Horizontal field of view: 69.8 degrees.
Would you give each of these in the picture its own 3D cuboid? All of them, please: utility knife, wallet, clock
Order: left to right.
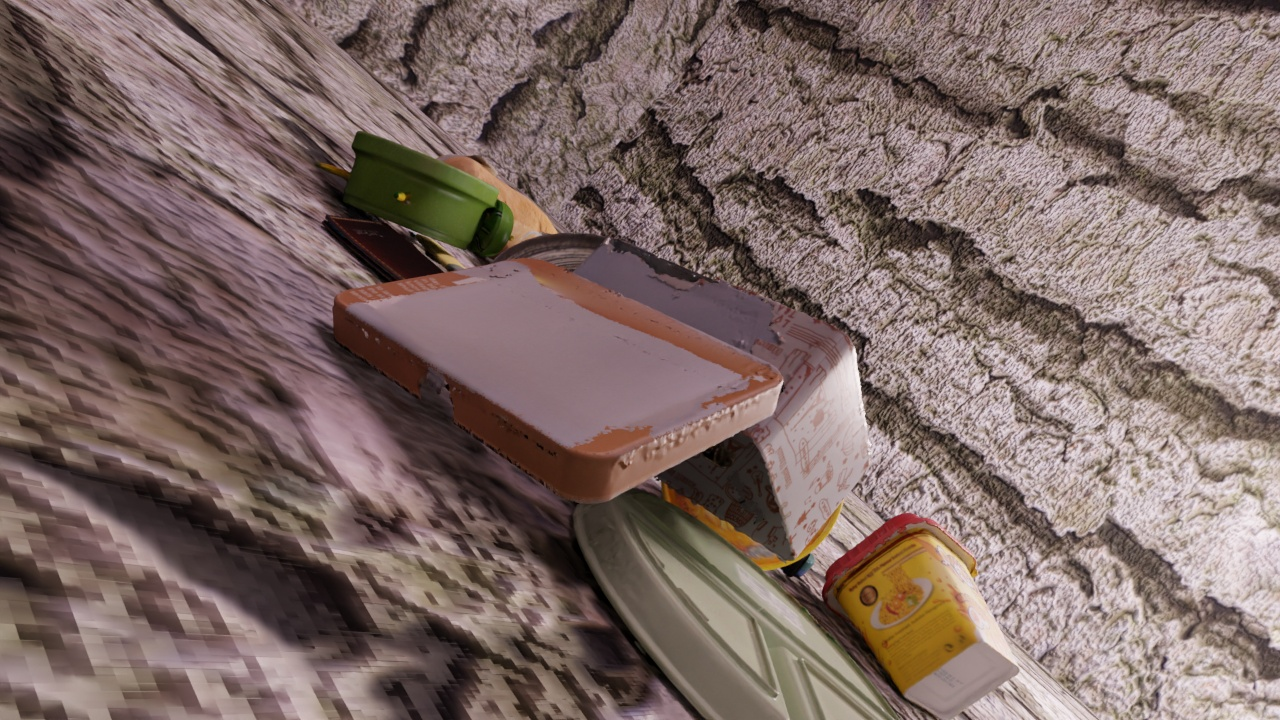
[{"bbox_3d":[-0.152,-0.055,0.631,0.122,0.020,0.096,39,5,5],"label":"wallet"},{"bbox_3d":[-0.166,-0.128,0.732,0.116,0.056,0.161,25,4,29],"label":"clock"},{"bbox_3d":[-0.164,-0.089,0.749,0.031,0.021,0.208,37,4,-29],"label":"utility knife"}]

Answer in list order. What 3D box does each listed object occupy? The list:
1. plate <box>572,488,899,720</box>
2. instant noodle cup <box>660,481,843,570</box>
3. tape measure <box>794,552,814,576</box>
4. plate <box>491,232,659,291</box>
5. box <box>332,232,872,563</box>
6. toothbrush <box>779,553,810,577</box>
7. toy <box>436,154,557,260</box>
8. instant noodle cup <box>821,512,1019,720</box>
[{"bbox_3d":[0.060,0.143,0.466,0.230,0.027,0.230,41,5,-5],"label":"plate"},{"bbox_3d":[0.078,0.083,0.643,0.118,0.118,0.114,42,-2,10],"label":"instant noodle cup"},{"bbox_3d":[0.128,0.163,0.804,0.054,0.025,0.058,42,6,23],"label":"tape measure"},{"bbox_3d":[-0.040,-0.035,0.725,0.179,0.024,0.179,7,46,-8],"label":"plate"},{"bbox_3d":[0.001,0.007,0.472,0.179,0.133,0.271,28,4,36],"label":"box"},{"bbox_3d":[0.051,0.100,0.767,0.212,0.026,0.027,40,6,21],"label":"toothbrush"},{"bbox_3d":[-0.152,-0.151,1.033,0.143,0.082,0.226,28,-5,43],"label":"toy"},{"bbox_3d":[0.228,0.209,0.740,0.116,0.116,0.123,38,18,-34],"label":"instant noodle cup"}]
